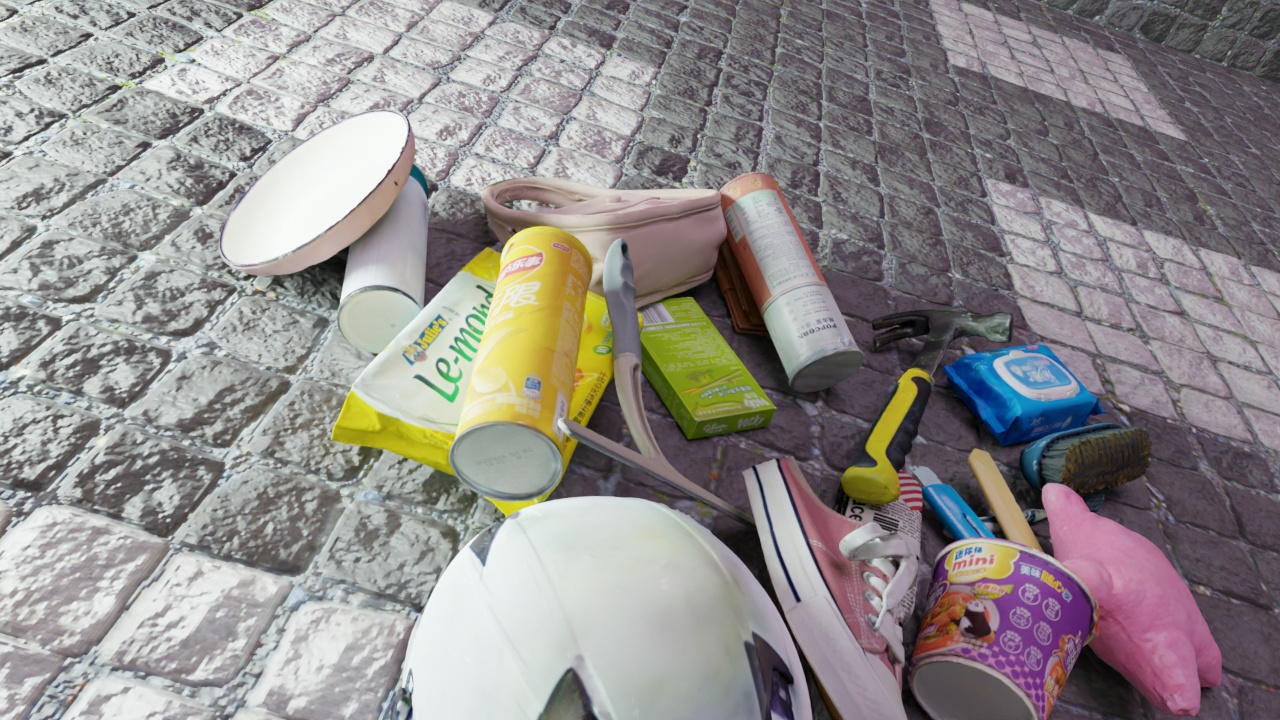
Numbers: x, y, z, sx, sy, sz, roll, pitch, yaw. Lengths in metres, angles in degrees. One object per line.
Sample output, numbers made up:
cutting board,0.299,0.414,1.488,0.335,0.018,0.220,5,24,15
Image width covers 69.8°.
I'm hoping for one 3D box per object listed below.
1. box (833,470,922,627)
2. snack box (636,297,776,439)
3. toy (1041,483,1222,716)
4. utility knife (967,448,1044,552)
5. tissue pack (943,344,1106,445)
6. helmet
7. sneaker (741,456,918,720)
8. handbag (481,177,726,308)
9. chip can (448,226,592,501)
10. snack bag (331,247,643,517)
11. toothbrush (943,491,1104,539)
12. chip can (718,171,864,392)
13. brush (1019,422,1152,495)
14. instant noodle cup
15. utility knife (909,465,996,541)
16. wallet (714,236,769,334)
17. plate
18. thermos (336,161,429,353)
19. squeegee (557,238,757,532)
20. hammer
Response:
box,0.174,0.142,0.693,0.074,0.064,0.163,1,32,21
snack box,0.044,0.003,0.814,0.085,0.026,0.156,-8,45,-30
toy,0.370,0.188,0.680,0.178,0.075,0.194,40,29,-1
utility knife,0.310,0.138,0.752,0.031,0.018,0.151,-2,59,-25
tissue pack,0.379,0.029,0.900,0.157,0.052,0.095,-6,45,-28
helmet,-0.014,0.164,0.498,0.228,0.146,0.258,-1,42,-24
sneaker,0.130,0.137,0.569,0.088,0.118,0.240,-22,32,5
handbag,-0.053,-0.135,0.893,0.234,0.093,0.192,25,31,35
chip can,-0.075,-0.006,0.630,0.072,0.072,0.212,12,40,-8
snack bag,-0.103,0.013,0.707,0.158,0.068,0.245,23,38,5
toothbrush,0.332,0.132,0.785,0.191,0.018,0.016,-4,43,-27
chip can,0.136,-0.079,0.871,0.071,0.071,0.214,-4,59,-27
brush,0.394,0.087,0.829,0.143,0.055,0.074,-7,6,-32
instant noodle cup,0.233,0.189,0.608,0.111,0.112,0.099,32,47,15
utility knife,0.270,0.147,0.727,0.034,0.018,0.166,-18,56,-25
wallet,0.126,-0.079,0.937,0.119,0.035,0.130,0,48,-16
plate,-0.266,-0.137,0.778,0.193,0.039,0.192,-18,43,18
thermos,-0.217,-0.102,0.801,0.073,0.073,0.223,6,40,-16
squeegee,-0.004,0.004,0.685,0.246,0.039,0.246,33,33,-45
hammer,0.236,0.026,0.802,0.126,0.032,0.322,5,28,29
